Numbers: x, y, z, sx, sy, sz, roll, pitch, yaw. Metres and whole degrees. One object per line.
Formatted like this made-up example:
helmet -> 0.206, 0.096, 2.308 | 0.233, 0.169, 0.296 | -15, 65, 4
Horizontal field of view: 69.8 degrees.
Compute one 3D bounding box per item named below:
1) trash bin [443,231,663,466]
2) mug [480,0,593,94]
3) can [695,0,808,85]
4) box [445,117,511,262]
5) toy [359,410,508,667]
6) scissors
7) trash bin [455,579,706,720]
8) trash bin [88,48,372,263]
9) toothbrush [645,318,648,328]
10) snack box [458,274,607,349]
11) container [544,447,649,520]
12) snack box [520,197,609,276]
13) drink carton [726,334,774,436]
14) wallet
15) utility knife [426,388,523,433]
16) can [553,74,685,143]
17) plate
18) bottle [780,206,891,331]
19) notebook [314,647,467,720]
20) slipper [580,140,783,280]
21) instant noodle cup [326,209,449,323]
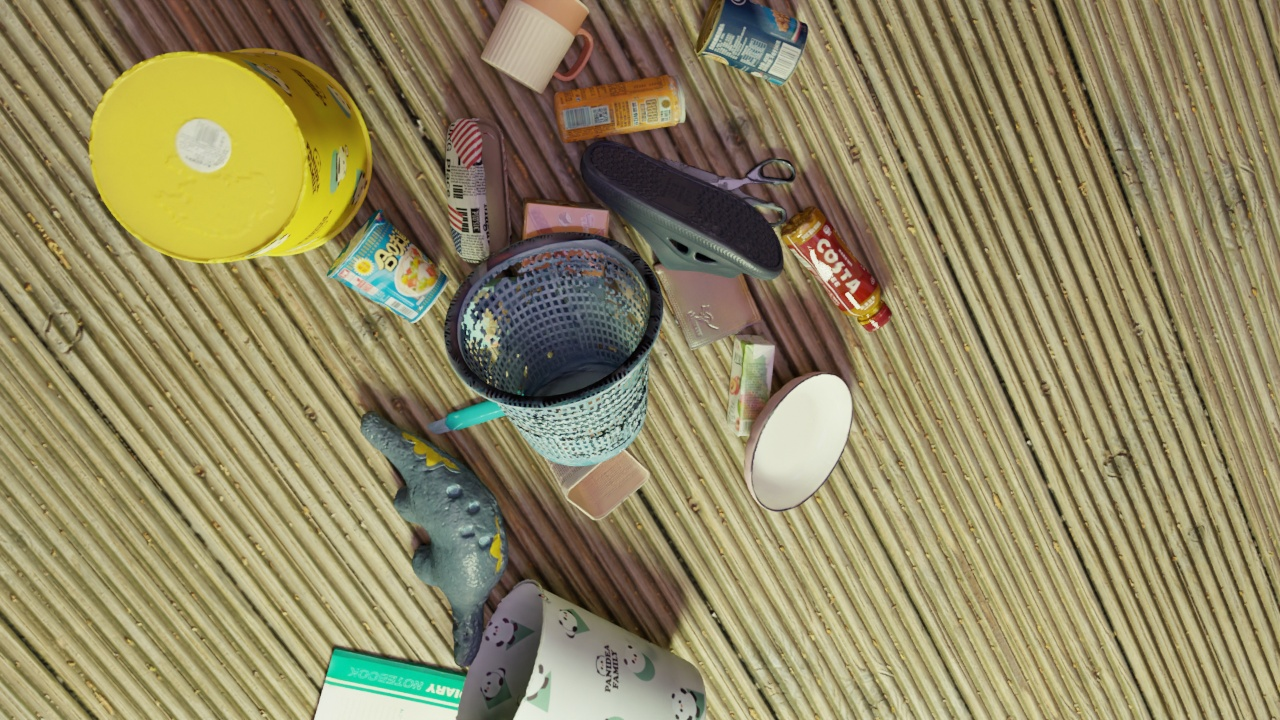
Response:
trash bin -> -0.079, 0.007, 1.003 | 0.226, 0.226, 0.195 | -18, 144, -4
mug -> -0.108, -0.358, 1.027 | 0.114, 0.081, 0.106 | 22, 103, -43
can -> 0.129, -0.370, 1.056 | 0.111, 0.075, 0.075 | 17, 100, -13
box -> -0.192, -0.193, 1.046 | 0.076, 0.086, 0.163 | 0, 106, 2
toy -> -0.235, 0.217, 1.140 | 0.138, 0.091, 0.356 | -14, 104, 7
scissors -> 0.110, -0.219, 1.125 | 0.163, 0.014, 0.165 | -38, 104, 4
trash bin -> -0.070, 0.428, 1.156 | 0.251, 0.229, 0.230 | 27, 98, -20
trash bin -> -0.404, -0.204, 0.922 | 0.229, 0.255, 0.230 | -2, 104, -8
toothbrush -> -0.007, 0.007, 1.160 | 0.016, 0.016, 0.180 | 16, 102, -6
snack box -> -0.129, -0.063, 1.104 | 0.175, 0.051, 0.074 | -7, 106, -7
container -> -0.064, 0.116, 1.118 | 0.090, 0.111, 0.090 | -41, 140, 1
snack box -> -0.091, -0.145, 1.069 | 0.094, 0.092, 0.077 | 4, 103, -10
drink carton -> 0.142, 0.032, 1.169 | 0.045, 0.053, 0.122 | 2, 104, -11
wallet -> 0.083, -0.084, 1.144 | 0.101, 0.032, 0.124 | -24, 105, 0
utility knife -> -0.183, 0.058, 1.147 | 0.174, 0.013, 0.029 | -18, 103, 0
can -> -0.025, -0.291, 1.061 | 0.146, 0.058, 0.058 | -11, 105, -6
plate -> 0.196, 0.099, 1.169 | 0.192, 0.039, 0.193 | -20, 124, -35
bottle -> 0.248, -0.111, 1.148 | 0.057, 0.057, 0.175 | -42, 106, 3
notebook -> -0.324, 0.471, 1.229 | 0.209, 0.012, 0.150 | 16, 100, -12
slipper -> 0.044, -0.165, 1.089 | 0.268, 0.110, 0.084 | 28, 135, -4
instant noodle cup -> -0.285, -0.101, 1.054 | 0.110, 0.099, 0.099 | 39, 95, -23
